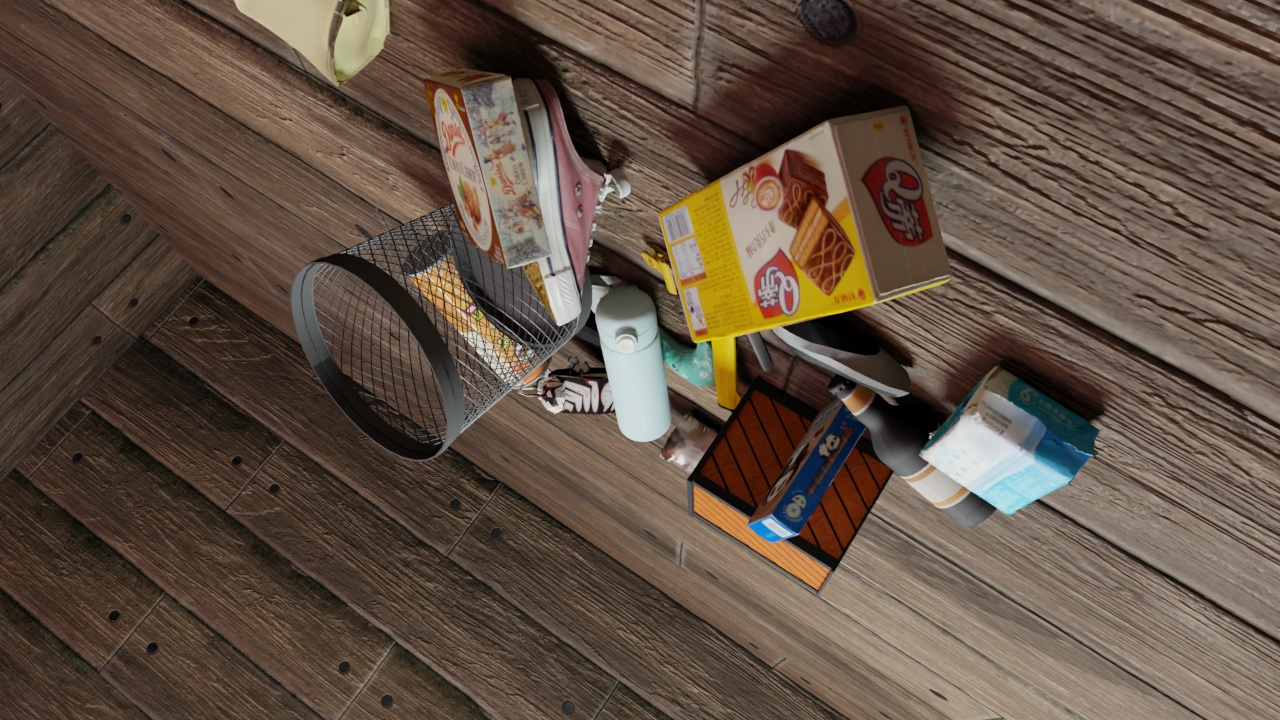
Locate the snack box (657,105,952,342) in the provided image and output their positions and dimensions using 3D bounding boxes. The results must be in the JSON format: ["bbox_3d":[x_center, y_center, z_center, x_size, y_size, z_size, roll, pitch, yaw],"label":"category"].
[{"bbox_3d":[0.098,-0.080,0.625,0.231,0.061,0.110,-11,95,66],"label":"snack box"}]

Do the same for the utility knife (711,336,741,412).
[{"bbox_3d":[0.090,0.000,0.958,0.030,0.017,0.179,15,148,19],"label":"utility knife"}]

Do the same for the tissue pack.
[{"bbox_3d":[0.285,0.064,0.722,0.093,0.061,0.145,34,159,12],"label":"tissue pack"}]

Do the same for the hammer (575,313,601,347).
[{"bbox_3d":[-0.114,-0.067,1.162,0.328,0.039,0.131,27,159,24],"label":"hammer"}]

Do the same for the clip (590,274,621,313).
[{"bbox_3d":[-0.052,-0.068,1.040,0.102,0.050,0.058,12,138,53],"label":"clip"}]

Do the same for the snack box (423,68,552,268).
[{"bbox_3d":[-0.130,-0.163,0.762,0.143,0.041,0.147,37,142,59],"label":"snack box"}]

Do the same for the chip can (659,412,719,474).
[{"bbox_3d":[0.139,0.155,1.192,0.229,0.079,0.080,31,161,13],"label":"chip can"}]

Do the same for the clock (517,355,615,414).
[{"bbox_3d":[-0.085,0.031,1.214,0.154,0.065,0.115,-1,-172,-13],"label":"clock"}]

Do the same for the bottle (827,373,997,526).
[{"bbox_3d":[0.242,0.073,0.824,0.181,0.059,0.059,39,162,-8],"label":"bottle"}]

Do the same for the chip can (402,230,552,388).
[{"bbox_3d":[-0.200,-0.060,1.152,0.075,0.075,0.215,16,151,47],"label":"chip can"}]

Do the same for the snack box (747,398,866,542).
[{"bbox_3d":[0.166,0.104,0.889,0.034,0.151,0.087,36,162,2],"label":"snack box"}]

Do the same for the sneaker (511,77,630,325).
[{"bbox_3d":[-0.067,-0.141,0.817,0.118,0.087,0.241,52,155,42],"label":"sneaker"}]

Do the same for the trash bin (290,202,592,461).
[{"bbox_3d":[-0.193,-0.050,0.945,0.218,0.226,0.218,25,134,28],"label":"trash bin"}]

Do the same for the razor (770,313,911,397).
[{"bbox_3d":[0.161,-0.017,0.769,0.156,0.057,0.060,40,130,-10],"label":"razor"}]

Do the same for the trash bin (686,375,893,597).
[{"bbox_3d":[0.162,0.140,1.005,0.172,0.139,0.140,31,161,16],"label":"trash bin"}]

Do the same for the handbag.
[{"bbox_3d":[-0.281,-0.316,0.789,0.119,0.081,0.111,37,155,2],"label":"handbag"}]

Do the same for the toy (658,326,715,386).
[{"bbox_3d":[0.053,-0.006,1.020,0.105,0.033,0.085,15,142,51],"label":"toy"}]

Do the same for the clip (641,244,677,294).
[{"bbox_3d":[0.022,-0.089,0.872,0.049,0.044,0.054,3,153,15],"label":"clip"}]

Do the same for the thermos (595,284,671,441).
[{"bbox_3d":[-0.006,0.006,1.026,0.065,0.077,0.207,-3,139,6],"label":"thermos"}]

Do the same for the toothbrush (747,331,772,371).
[{"bbox_3d":[0.103,-0.037,0.878,0.013,0.012,0.167,32,163,39],"label":"toothbrush"}]
